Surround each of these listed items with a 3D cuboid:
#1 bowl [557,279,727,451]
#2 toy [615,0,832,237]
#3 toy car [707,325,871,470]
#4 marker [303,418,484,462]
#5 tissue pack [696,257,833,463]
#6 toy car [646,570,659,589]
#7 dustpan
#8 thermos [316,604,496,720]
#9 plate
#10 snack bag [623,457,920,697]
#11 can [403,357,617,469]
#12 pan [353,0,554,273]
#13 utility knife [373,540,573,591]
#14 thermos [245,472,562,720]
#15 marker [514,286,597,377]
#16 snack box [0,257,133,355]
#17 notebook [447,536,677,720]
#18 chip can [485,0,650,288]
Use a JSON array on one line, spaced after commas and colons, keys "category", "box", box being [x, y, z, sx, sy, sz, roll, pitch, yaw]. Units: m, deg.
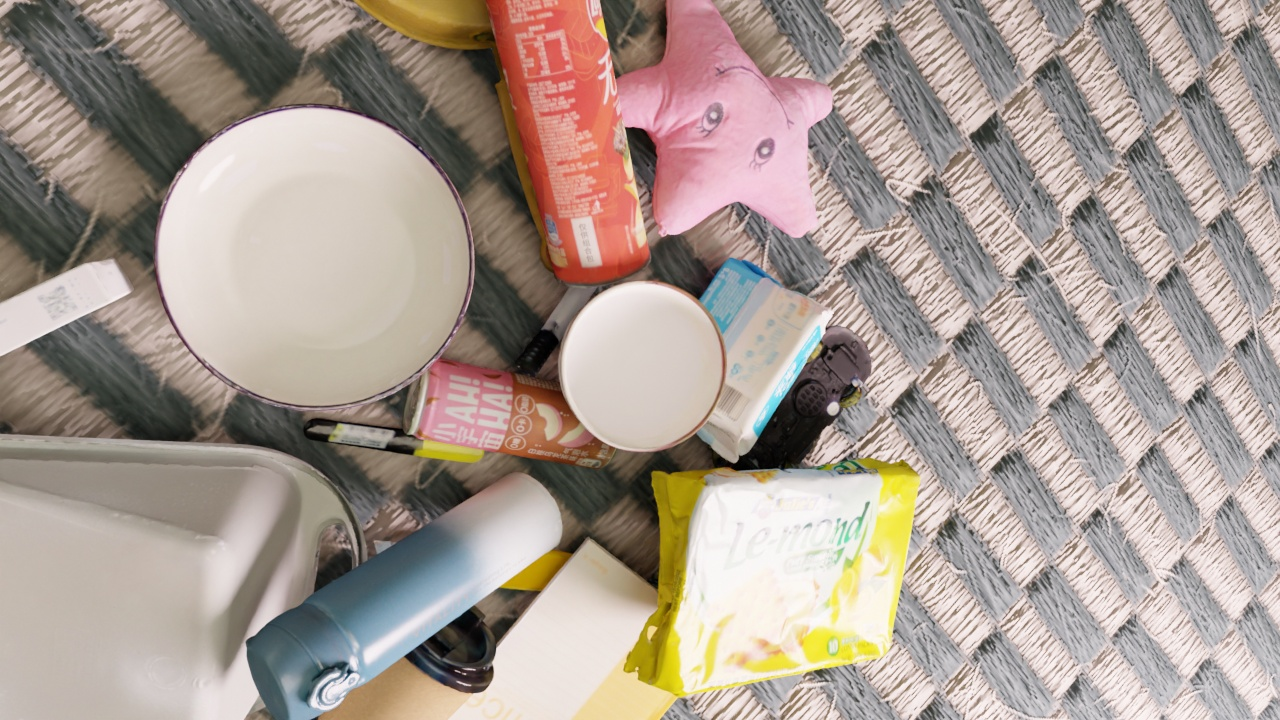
[{"category": "bowl", "box": [-0.004, 0.004, 0.628, 0.113, 0.062, 0.113, 0, 90, -15]}, {"category": "toy", "box": [0.061, -0.158, 0.667, 0.194, 0.075, 0.178, 33, 77, -21]}, {"category": "toy car", "box": [0.121, 0.038, 0.736, 0.158, 0.042, 0.070, -46, 114, -3]}, {"category": "marker", "box": [-0.172, 0.056, 0.646, 0.124, 0.015, 0.018, 10, 92, -18]}, {"category": "tissue pack", "box": [0.072, -0.003, 0.687, 0.090, 0.063, 0.140, 32, 83, 20]}, {"category": "toy car", "box": [-0.003, 0.207, 0.719, 0.120, 0.037, 0.054, -20, 104, -14]}, {"category": "dustpan", "box": [-0.315, 0.147, 0.568, 0.257, 0.142, 0.223, 11, 104, -5]}, {"category": "thermos", "box": [-0.170, 0.233, 0.636, 0.093, 0.093, 0.143, 37, 92, -21]}, {"category": "plate", "box": [-0.205, -0.064, 0.590, 0.192, 0.039, 0.192, 0, 92, -11]}, {"category": "snack bag", "box": [0.102, 0.152, 0.685, 0.246, 0.068, 0.158, 2, 99, -34]}, {"category": "can", "box": [-0.088, 0.038, 0.650, 0.147, 0.058, 0.058, 12, 93, -21]}, {"category": "pan", "box": [-0.098, -0.230, 0.616, 0.197, 0.078, 0.357, -20, 97, -16]}, {"category": "utility knife", "box": [-0.112, 0.151, 0.680, 0.173, 0.015, 0.033, 12, 87, -20]}, {"category": "thermos", "box": [-0.143, 0.146, 0.586, 0.219, 0.070, 0.070, -30, 110, -47]}, {"category": "marker", "box": [-0.049, -0.043, 0.659, 0.130, 0.023, 0.018, -58, 137, -22]}, {"category": "snack box", "box": [-0.374, -0.012, 0.521, 0.156, 0.085, 0.027, -30, 108, -14]}, {"category": "notebook", "box": [-0.053, 0.251, 0.691, 0.146, 0.010, 0.206, 41, 90, -18]}, {"category": "chip can", "box": [-0.045, -0.156, 0.582, 0.073, 0.073, 0.217, -22, 119, -17]}]
